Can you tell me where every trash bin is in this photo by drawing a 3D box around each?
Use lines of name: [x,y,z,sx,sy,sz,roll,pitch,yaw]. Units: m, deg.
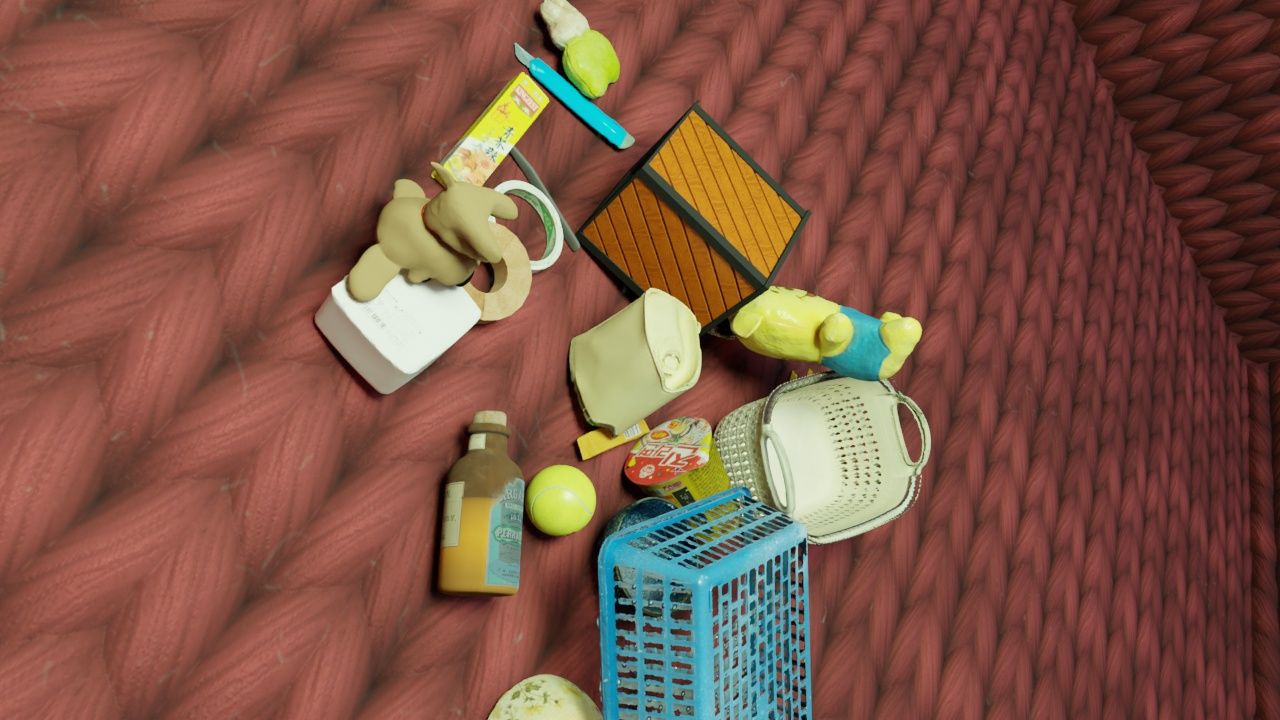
trash bin: [0.056,-0.145,0.984,0.172,0.140,0.139,42,50,-11]

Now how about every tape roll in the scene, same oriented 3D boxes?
tape roll: [-0.149,-0.082,0.853,0.093,0.027,0.094,4,82,-35]
tape roll: [-0.119,-0.134,0.920,0.093,0.018,0.093,16,67,-42]

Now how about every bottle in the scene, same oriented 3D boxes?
bottle: [-0.135,0.121,0.789,0.067,0.068,0.156,17,66,-41]

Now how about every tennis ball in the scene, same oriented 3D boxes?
tennis ball: [-0.074,0.129,0.848,0.065,0.065,0.065,16,67,-41]

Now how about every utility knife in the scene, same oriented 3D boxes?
utility knife: [-0.073,-0.290,1.018,0.174,0.015,0.031,37,51,-30]

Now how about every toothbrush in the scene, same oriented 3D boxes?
toothbrush: [-0.110,-0.185,0.950,0.167,0.013,0.013,58,37,-15]

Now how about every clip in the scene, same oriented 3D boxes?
clip: [0.208,0.041,1.193,0.047,0.047,0.054,21,56,0]

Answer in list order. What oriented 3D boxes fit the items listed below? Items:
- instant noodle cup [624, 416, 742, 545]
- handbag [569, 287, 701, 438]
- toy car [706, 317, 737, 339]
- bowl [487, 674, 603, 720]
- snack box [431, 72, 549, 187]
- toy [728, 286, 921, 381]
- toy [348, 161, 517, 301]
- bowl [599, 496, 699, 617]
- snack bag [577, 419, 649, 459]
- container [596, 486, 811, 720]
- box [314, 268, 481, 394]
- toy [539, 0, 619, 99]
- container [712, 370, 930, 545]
instant noodle cup: [0.052,0.132,0.964,0.112,0.101,0.100,58,45,-28]
handbag: [-0.005,0.005,0.911,0.081,0.120,0.111,27,45,-37]
toy car: [0.068,-0.060,1.072,0.112,0.041,0.048,25,52,-18]
bowl: [-0.065,0.348,0.790,0.145,0.063,0.145,15,68,-43]
snack box: [-0.145,-0.219,0.898,0.040,0.029,0.147,45,59,-25]
toy: [0.192,-0.032,1.015,0.148,0.214,0.084,-10,112,-77]
toy: [-0.160,-0.104,0.733,0.106,0.108,0.133,44,43,-35]
bowl: [-0.001,0.195,0.905,0.114,0.061,0.114,15,67,-40]
snack bag: [-0.029,0.078,0.943,0.099,0.020,0.026,-20,87,-46]
container: [0.077,0.317,0.843,0.256,0.089,0.362,-8,97,-55]
box: [-0.216,-0.031,0.781,0.102,0.095,0.107,48,44,-6]
toy: [-0.070,-0.351,1.019,0.118,0.043,0.092,51,39,-18]
container: [0.202,0.109,1.061,0.251,0.144,0.184,-10,86,-39]
